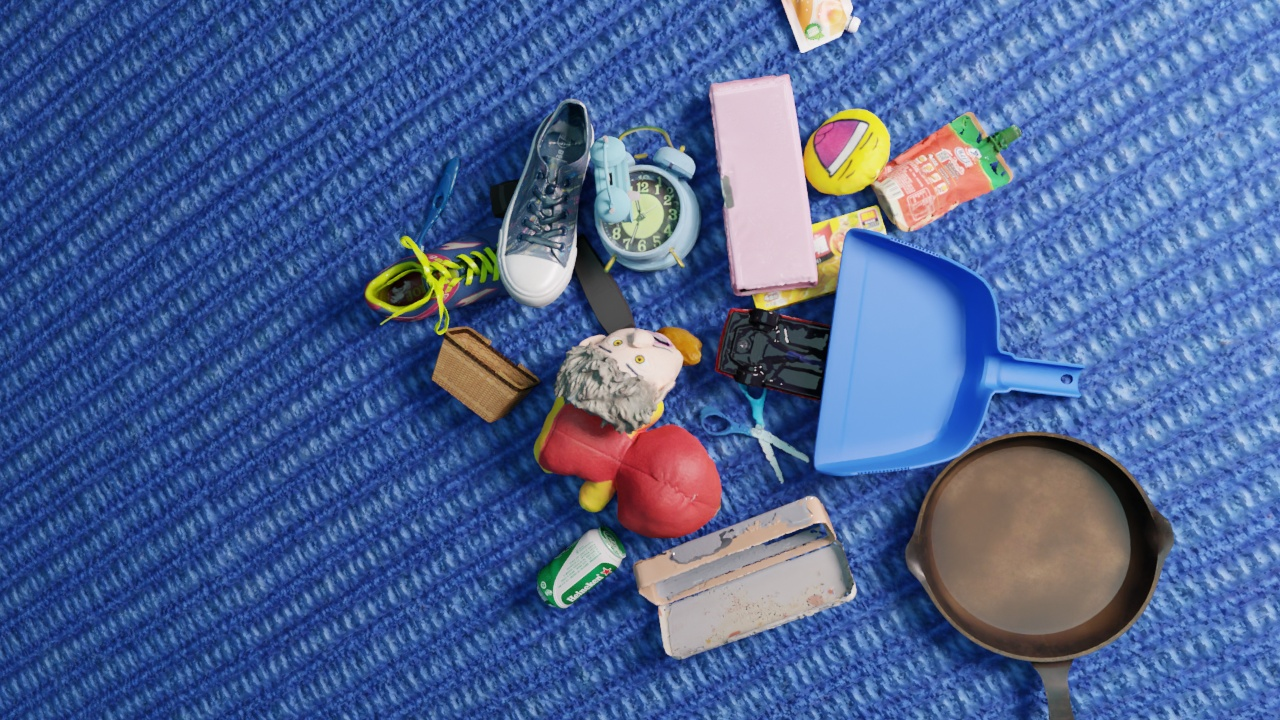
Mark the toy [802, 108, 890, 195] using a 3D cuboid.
[{"bbox_3d":[0.215,-0.218,0.961,0.094,0.041,0.095,42,99,34],"label":"toy"}]

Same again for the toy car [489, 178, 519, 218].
[{"bbox_3d":[-0.129,-0.189,1.048,0.092,0.036,0.042,-9,88,13],"label":"toy car"}]

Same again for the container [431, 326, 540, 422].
[{"bbox_3d":[-0.182,0.018,1.051,0.114,0.063,0.061,36,105,10],"label":"container"}]

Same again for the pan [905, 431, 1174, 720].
[{"bbox_3d":[0.404,0.248,0.926,0.249,0.043,0.356,-9,88,13],"label":"pan"}]

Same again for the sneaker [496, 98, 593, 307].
[{"bbox_3d":[-0.101,-0.176,0.987,0.087,0.079,0.235,12,75,-3],"label":"sneaker"}]

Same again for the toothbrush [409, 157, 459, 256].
[{"bbox_3d":[-0.243,-0.179,1.086,0.021,0.016,0.132,25,93,11],"label":"toothbrush"}]

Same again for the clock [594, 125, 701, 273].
[{"bbox_3d":[0.005,-0.175,1.007,0.118,0.060,0.162,-5,85,14],"label":"clock"}]

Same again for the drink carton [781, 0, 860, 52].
[{"bbox_3d":[0.183,-0.398,0.981,0.069,0.038,0.122,-20,92,13],"label":"drink carton"}]

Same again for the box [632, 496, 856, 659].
[{"bbox_3d":[0.104,0.221,0.970,0.216,0.094,0.108,-23,120,11],"label":"box"}]

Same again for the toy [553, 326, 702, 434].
[{"bbox_3d":[-0.006,0.006,0.968,0.133,0.175,0.076,40,143,28],"label":"toy"}]

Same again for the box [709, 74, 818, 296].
[{"bbox_3d":[0.130,-0.185,0.975,0.098,0.046,0.232,-8,79,3],"label":"box"}]

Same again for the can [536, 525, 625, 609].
[{"bbox_3d":[-0.068,0.233,1.028,0.101,0.053,0.053,-40,82,10],"label":"can"}]

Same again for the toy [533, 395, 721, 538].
[{"bbox_3d":[-0.012,0.112,0.997,0.216,0.098,0.148,28,104,16],"label":"toy"}]

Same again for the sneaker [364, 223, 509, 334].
[{"bbox_3d":[-0.196,-0.095,1.036,0.242,0.091,0.116,-17,83,12],"label":"sneaker"}]

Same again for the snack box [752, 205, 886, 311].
[{"bbox_3d":[0.189,-0.106,0.982,0.152,0.025,0.075,-16,86,12],"label":"snack box"}]

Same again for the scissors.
[{"bbox_3d":[0.121,0.084,1.008,0.103,0.015,0.133,-26,89,8],"label":"scissors"}]

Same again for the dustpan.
[{"bbox_3d":[0.319,0.006,0.922,0.257,0.059,0.245,6,94,-12],"label":"dustpan"}]

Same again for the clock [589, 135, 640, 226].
[{"bbox_3d":[-0.026,-0.178,0.920,0.042,0.123,0.087,-6,84,4],"label":"clock"}]

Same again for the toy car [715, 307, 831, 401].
[{"bbox_3d":[0.177,-0.001,0.967,0.189,0.056,0.081,13,92,5],"label":"toy car"}]

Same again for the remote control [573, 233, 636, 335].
[{"bbox_3d":[-0.048,-0.085,1.043,0.039,0.010,0.124,-29,83,11],"label":"remote control"}]

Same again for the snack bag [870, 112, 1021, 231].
[{"bbox_3d":[0.320,-0.199,0.948,0.155,0.044,0.087,-30,77,7],"label":"snack bag"}]
